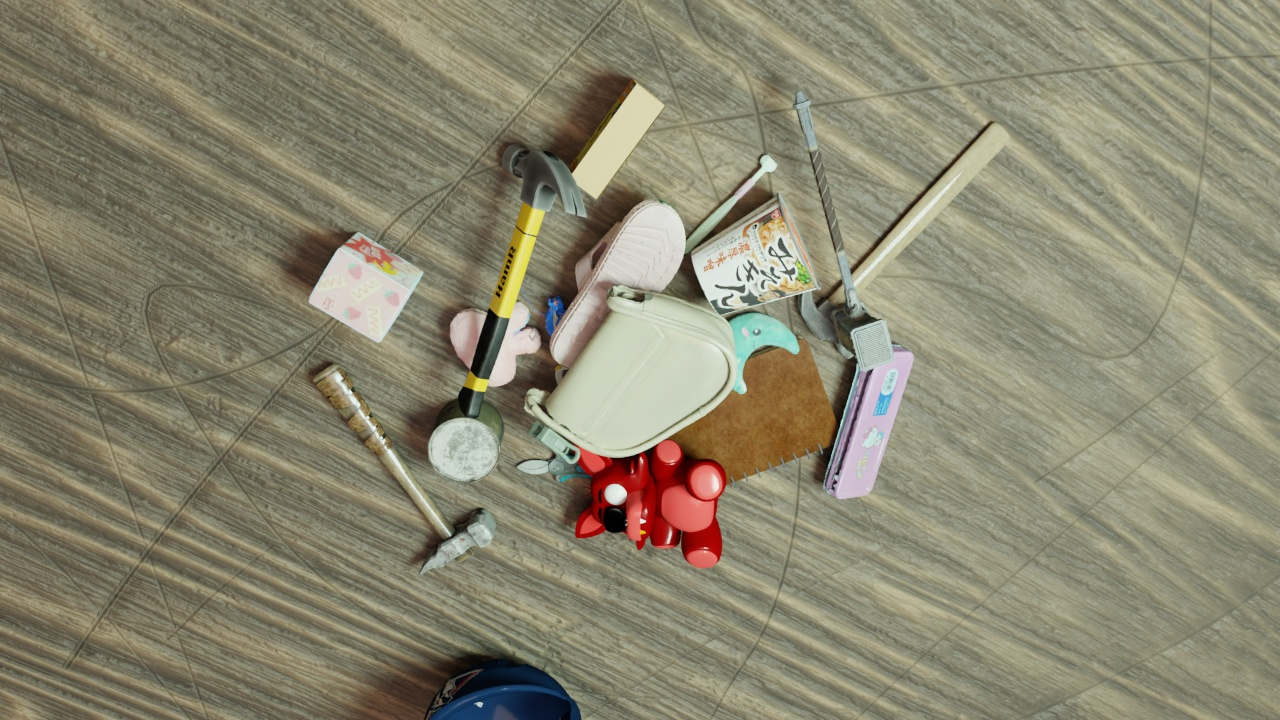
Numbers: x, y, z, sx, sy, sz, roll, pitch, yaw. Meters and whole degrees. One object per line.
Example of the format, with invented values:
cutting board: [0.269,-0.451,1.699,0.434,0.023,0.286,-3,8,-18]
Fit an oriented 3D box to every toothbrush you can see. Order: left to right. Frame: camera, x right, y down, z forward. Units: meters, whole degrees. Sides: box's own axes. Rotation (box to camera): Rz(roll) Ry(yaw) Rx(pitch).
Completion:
toothbrush: [0.104,-0.187,1.114,0.022,0.015,0.155,42,104,-14]

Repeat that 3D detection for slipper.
slipper: [-0.032,-0.094,1.109,0.094,0.064,0.240,21,115,-32]

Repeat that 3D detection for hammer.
hammer: [-0.319,0.141,1.202,0.122,0.048,0.319,-29,107,11]
hammer: [-0.151,-0.081,1.056,0.034,0.170,0.325,9,110,-37]
hammer: [0.225,-0.151,1.063,0.044,0.098,0.322,-18,108,2]
hammer: [0.326,-0.155,1.130,0.119,0.030,0.332,39,105,-15]

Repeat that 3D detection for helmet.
helmet: [-0.199,0.513,1.244,0.232,0.223,0.272,-39,138,-4]

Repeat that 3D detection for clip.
clip: [-0.102,0.100,1.106,0.023,0.044,0.076,-55,139,-9]

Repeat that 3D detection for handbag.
handbag: [-0.007,0.007,1.114,0.184,0.131,0.230,31,116,-16]

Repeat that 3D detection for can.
can: [-0.222,0.100,1.174,0.090,0.074,0.090,-1,110,-4]

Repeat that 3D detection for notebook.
notebook: [0.137,0.081,1.211,0.225,0.024,0.167,-21,109,6]

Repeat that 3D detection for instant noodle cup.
instant noodle cup: [0.134,-0.117,1.094,0.122,0.123,0.123,-23,110,15]

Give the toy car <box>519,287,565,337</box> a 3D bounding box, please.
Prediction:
toy car: [-0.125,-0.052,1.141,0.062,0.033,0.092,0,110,-10]

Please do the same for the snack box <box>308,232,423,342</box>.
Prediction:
snack box: [-0.323,-0.089,1.088,0.094,0.093,0.080,31,105,-13]

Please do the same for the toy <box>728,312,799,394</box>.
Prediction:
toy: [0.140,-0.018,1.159,0.105,0.033,0.085,-36,86,1]

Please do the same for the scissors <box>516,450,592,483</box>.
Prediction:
scissors: [-0.087,0.135,1.223,0.136,0.019,0.138,37,105,-13]

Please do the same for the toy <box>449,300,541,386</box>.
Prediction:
toy: [-0.178,-0.025,1.144,0.105,0.053,0.108,-27,107,-4]

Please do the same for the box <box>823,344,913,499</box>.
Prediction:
box: [0.295,0.081,1.199,0.076,0.033,0.214,-2,114,-34]

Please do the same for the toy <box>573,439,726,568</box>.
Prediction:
toy: [0.010,0.178,1.173,0.197,0.120,0.158,4,118,8]

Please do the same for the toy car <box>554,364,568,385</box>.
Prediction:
toy car: [-0.057,0.013,1.172,0.105,0.033,0.048,-20,108,3]

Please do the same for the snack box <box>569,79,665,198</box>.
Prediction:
snack box: [-0.029,-0.253,1.044,0.040,0.088,0.126,35,105,-14]
